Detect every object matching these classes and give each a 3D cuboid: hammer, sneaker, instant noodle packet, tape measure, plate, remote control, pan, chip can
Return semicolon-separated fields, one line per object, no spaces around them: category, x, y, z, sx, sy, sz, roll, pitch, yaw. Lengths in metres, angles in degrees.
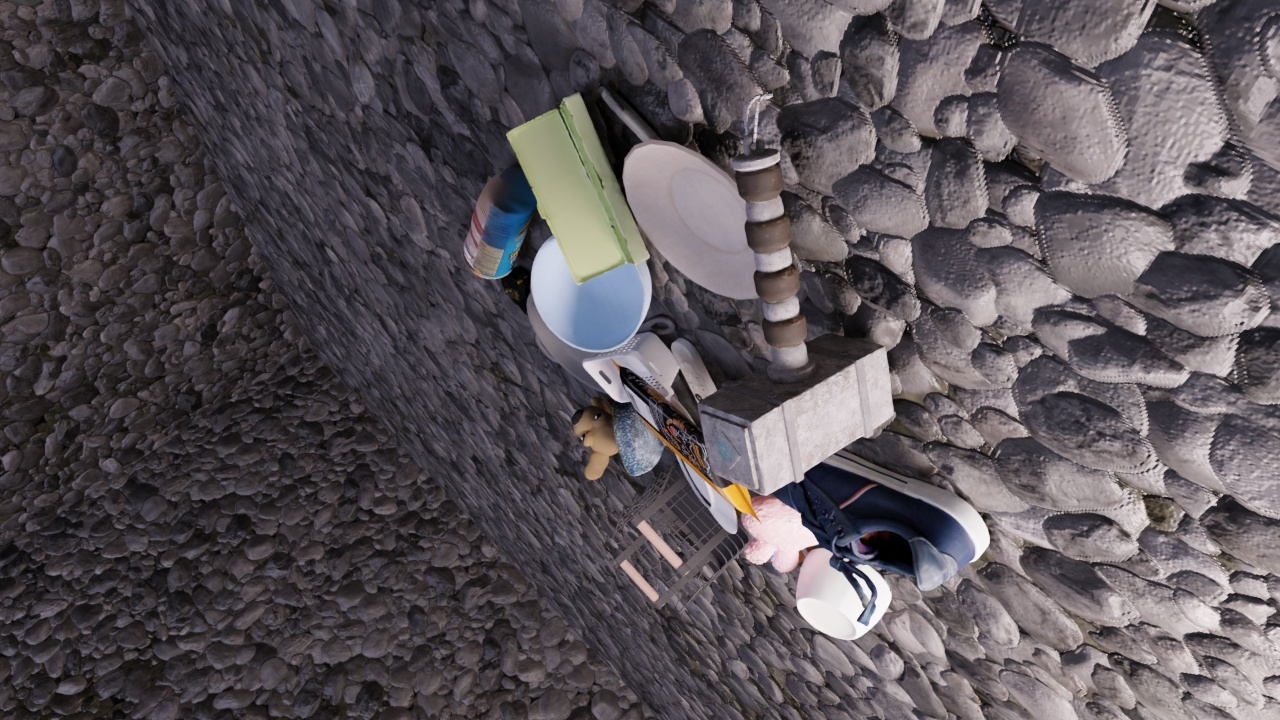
hammer;0.118;-0.059;0.788;0.079;0.176;0.326;19;128;53
sneaker;0.215;0.179;0.983;0.295;0.127;0.121;16;138;57
instant noodle packet;0.054;0.096;1.102;0.221;0.032;0.160;40;168;43
tape measure;-0.185;-0.110;1.401;0.062;0.038;0.067;36;153;33
plate;0.073;0.142;1.242;0.208;0.015;0.209;61;169;20
plate;0.062;-0.139;0.886;0.189;0.027;0.189;36;157;18
remote control;0.076;0.030;1.156;0.043;0.013;0.136;13;136;56
pan;-0.051;-0.037;1.272;0.216;0.024;0.355;53;152;-17
chip can;-0.194;-0.186;1.262;0.080;0.079;0.230;50;157;2

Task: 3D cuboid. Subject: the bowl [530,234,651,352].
bowl;-0.048;-0.093;1.096;0.151;0.074;0.151;9;114;22

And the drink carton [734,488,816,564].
drink carton;0.168;0.205;1.200;0.125;0.048;0.076;57;157;-12

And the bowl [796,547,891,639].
bowl;0.244;0.294;1.136;0.116;0.065;0.116;27;147;19

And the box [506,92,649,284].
box;-0.058;-0.185;0.991;0.131;0.064;0.188;-16;103;44

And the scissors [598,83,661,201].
scissors;0.016;-0.201;0.923;0.199;0.015;0.179;6;131;58

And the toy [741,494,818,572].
toy;0.173;0.215;1.137;0.108;0.053;0.105;15;115;-4

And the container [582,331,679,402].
container;-0.007;0.007;1.189;0.081;0.049;0.129;48;150;-21

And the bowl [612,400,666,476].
bowl;0.006;0.106;1.320;0.114;0.061;0.114;-12;-91;-77

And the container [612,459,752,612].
container;0.055;0.277;1.411;0.163;0.130;0.242;45;157;14

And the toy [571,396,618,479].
toy;-0.060;0.107;1.436;0.105;0.134;0.108;32;-172;-10
